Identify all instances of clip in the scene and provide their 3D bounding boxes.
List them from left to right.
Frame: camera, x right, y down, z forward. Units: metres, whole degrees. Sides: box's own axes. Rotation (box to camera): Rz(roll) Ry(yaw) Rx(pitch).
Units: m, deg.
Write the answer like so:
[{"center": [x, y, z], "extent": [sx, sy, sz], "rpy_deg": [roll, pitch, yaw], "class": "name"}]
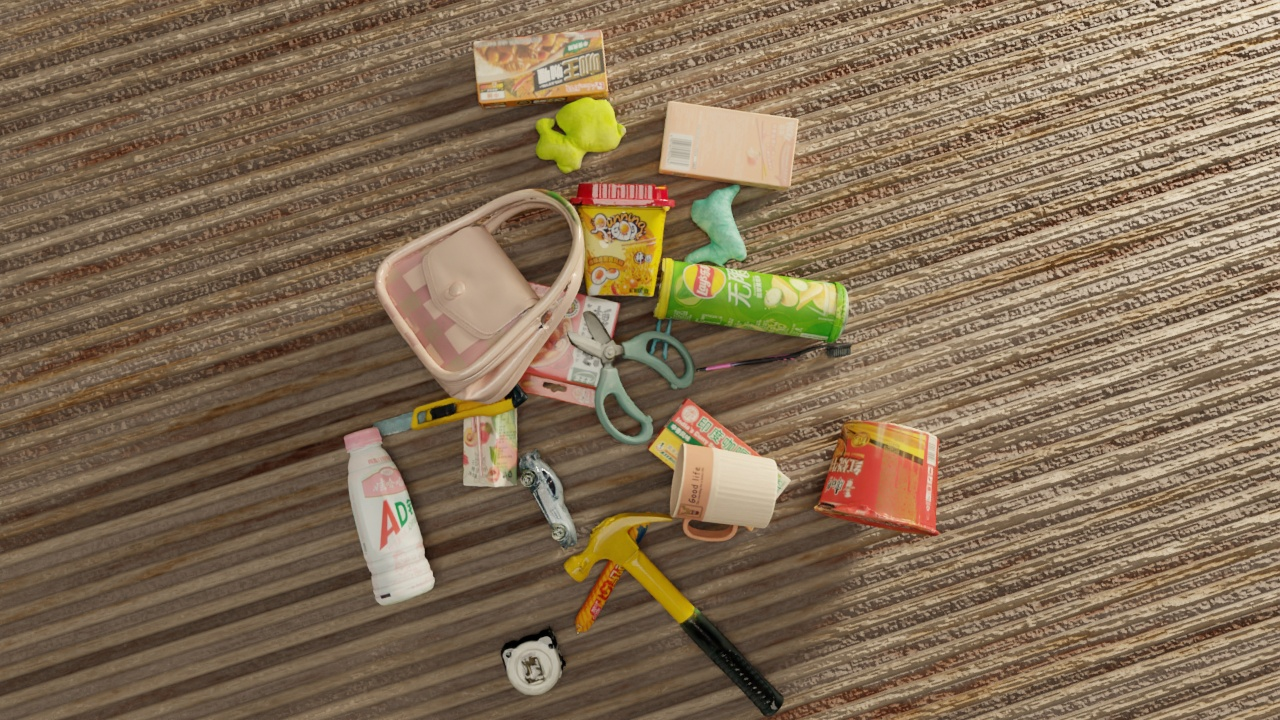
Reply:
[{"center": [0.025, -0.029, 1.090], "extent": [0.047, 0.014, 0.057], "rpy_deg": [14, 86, -2], "class": "clip"}]

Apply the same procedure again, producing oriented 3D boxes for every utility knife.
[{"center": [-0.224, 0.061, 1.042], "extent": [0.217, 0.015, 0.033], "rpy_deg": [-15, 79, 20], "class": "utility knife"}]

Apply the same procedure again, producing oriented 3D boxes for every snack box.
[{"center": [-0.118, -0.345, 1.088], "extent": [0.153, 0.026, 0.075], "rpy_deg": [-6, 89, -2], "class": "snack box"}, {"center": [-0.091, -0.017, 1.070], "extent": [0.113, 0.044, 0.127], "rpy_deg": [12, 88, -2], "class": "snack box"}, {"center": [0.092, 0.122, 1.081], "extent": [0.156, 0.027, 0.077], "rpy_deg": [38, 88, -1], "class": "snack box"}, {"center": [0.104, -0.255, 1.092], "extent": [0.157, 0.026, 0.084], "rpy_deg": [8, 88, -2], "class": "snack box"}]

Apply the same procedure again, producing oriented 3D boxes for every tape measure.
[{"center": [-0.122, 0.351, 1.064], "extent": [0.066, 0.033, 0.066], "rpy_deg": [-21, 89, -1], "class": "tape measure"}]

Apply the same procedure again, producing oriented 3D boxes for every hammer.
[{"center": [0.056, 0.295, 1.059], "extent": [0.128, 0.033, 0.300], "rpy_deg": [-43, 95, -3], "class": "hammer"}]

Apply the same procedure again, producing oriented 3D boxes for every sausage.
[{"center": [-0.033, 0.248, 1.075], "extent": [0.021, 0.021, 0.165], "rpy_deg": [30, 88, -1], "class": "sausage"}]

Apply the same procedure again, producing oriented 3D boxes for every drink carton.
[{"center": [-0.174, 0.083, 1.056], "extent": [0.054, 0.045, 0.122], "rpy_deg": [0, 89, 30], "class": "drink carton"}]

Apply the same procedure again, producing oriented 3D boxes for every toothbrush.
[{"center": [0.160, 0.000, 1.094], "extent": [0.189, 0.014, 0.018], "rpy_deg": [-9, 100, -2], "class": "toothbrush"}]

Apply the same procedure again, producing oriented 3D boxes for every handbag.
[{"center": [-0.159, -0.087, 1.003], "extent": [0.234, 0.093, 0.193], "rpy_deg": [-41, 63, 4], "class": "handbag"}]

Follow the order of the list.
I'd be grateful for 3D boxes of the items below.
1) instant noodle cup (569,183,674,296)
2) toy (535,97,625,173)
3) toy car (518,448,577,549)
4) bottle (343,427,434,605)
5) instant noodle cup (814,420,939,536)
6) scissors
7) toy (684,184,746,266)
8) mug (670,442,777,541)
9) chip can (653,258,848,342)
[{"center": [-0.022, -0.138, 1.049], "extent": [0.116, 0.116, 0.124], "rpy_deg": [1, 100, -3], "class": "instant noodle cup"}, {"center": [-0.073, -0.270, 1.085], "extent": [0.096, 0.031, 0.100], "rpy_deg": [30, 91, -3], "class": "toy"}, {"center": [-0.104, 0.160, 1.060], "extent": [0.037, 0.054, 0.120], "rpy_deg": [-27, 90, -1], "class": "toy car"}, {"center": [-0.294, 0.175, 1.048], "extent": [0.068, 0.068, 0.197], "rpy_deg": [-17, 87, -3], "class": "bottle"}, {"center": [0.276, 0.132, 1.040], "extent": [0.138, 0.138, 0.108], "rpy_deg": [13, 79, -2], "class": "instant noodle cup"}, {"center": [-0.005, 0.001, 1.057], "extent": [0.170, 0.019, 0.177], "rpy_deg": [-32, 106, -20], "class": "scissors"}, {"center": [0.089, -0.152, 1.088], "extent": [0.096, 0.030, 0.092], "rpy_deg": [-24, 87, 3], "class": "toy"}, {"center": [0.089, 0.155, 1.031], "extent": [0.106, 0.081, 0.115], "rpy_deg": [9, 116, -3], "class": "mug"}, {"center": [0.129, -0.069, 1.065], "extent": [0.221, 0.072, 0.072], "rpy_deg": [8, 88, -2], "class": "chip can"}]
